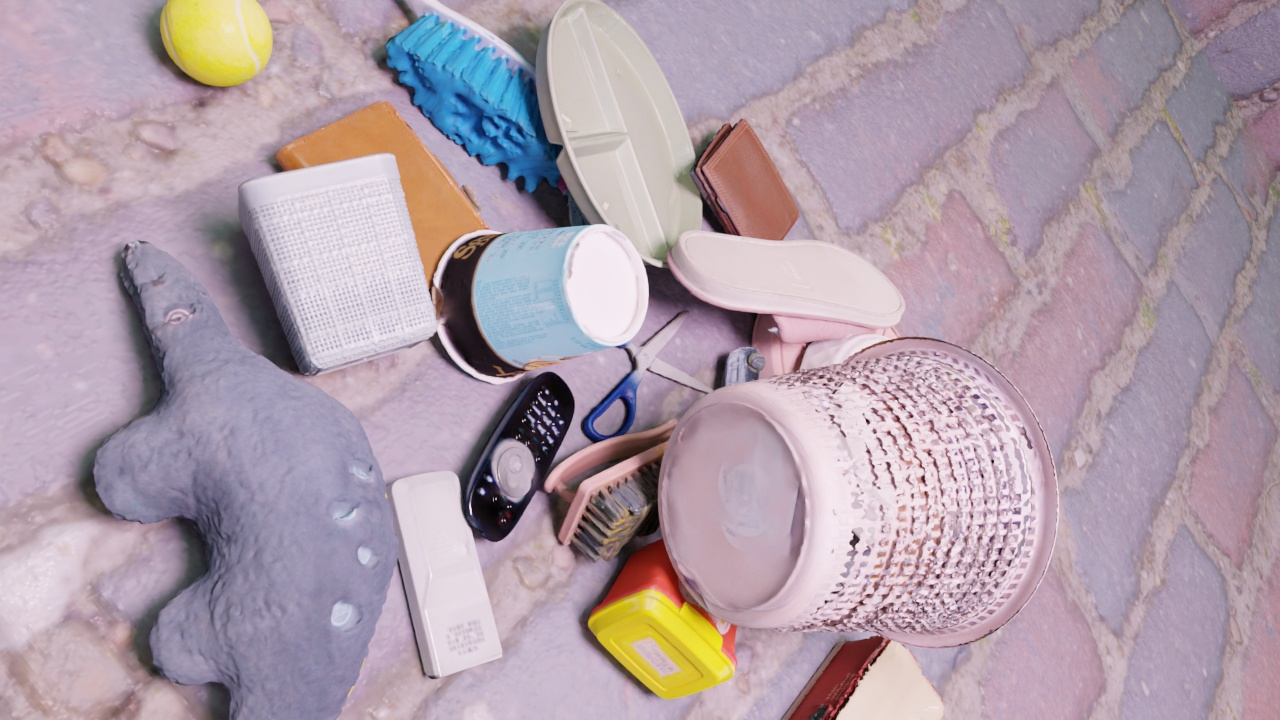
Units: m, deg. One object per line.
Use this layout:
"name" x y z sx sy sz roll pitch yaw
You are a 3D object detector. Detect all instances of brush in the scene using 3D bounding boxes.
"brush" 0.000 0.085 0.678 0.073 0.063 0.145 42 41 24
"brush" -0.169 -0.262 0.703 0.314 0.061 0.109 37 50 -14

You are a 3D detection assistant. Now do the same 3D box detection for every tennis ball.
"tennis ball" -0.271 -0.209 0.587 0.065 0.066 0.065 16 61 -32

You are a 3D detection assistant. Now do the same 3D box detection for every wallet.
"wallet" 0.099 -0.155 0.870 0.124 0.032 0.101 55 46 -23
"wallet" -0.173 -0.113 0.646 0.132 0.031 0.107 52 50 -9

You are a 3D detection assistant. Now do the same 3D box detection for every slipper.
"slipper" 0.131 -0.061 0.809 0.273 0.055 0.114 1 45 -39

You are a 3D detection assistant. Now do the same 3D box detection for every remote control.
"remote control" -0.125 0.132 0.580 0.048 0.024 0.125 -7 76 -40
"remote control" -0.086 0.064 0.636 0.053 0.024 0.136 56 43 -30

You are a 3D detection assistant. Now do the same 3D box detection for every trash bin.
"trash bin" 0.129 0.092 0.622 0.191 0.228 0.227 2 69 -39

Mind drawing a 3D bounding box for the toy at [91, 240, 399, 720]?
"toy" -0.207 0.088 0.499 0.137 0.091 0.356 -14 77 -13

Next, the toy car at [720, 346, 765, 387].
"toy car" 0.086 0.031 0.781 0.034 0.043 0.090 11 58 -5

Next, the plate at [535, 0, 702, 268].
"plate" -0.014 -0.184 0.759 0.230 0.028 0.229 35 48 -50

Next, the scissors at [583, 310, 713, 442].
"scissors" -0.007 0.001 0.740 0.175 0.012 0.162 35 52 -23

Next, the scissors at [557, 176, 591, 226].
"scissors" -0.047 -0.139 0.760 0.093 0.017 0.137 -27 82 -32

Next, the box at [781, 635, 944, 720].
"box" 0.168 0.294 0.704 0.167 0.077 0.091 -35 93 -42

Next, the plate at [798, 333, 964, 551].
"plate" 0.223 0.066 0.833 0.204 0.046 0.204 16 62 -33

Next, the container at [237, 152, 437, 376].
"container" -0.181 -0.054 0.558 0.090 0.090 0.111 -18 92 -24

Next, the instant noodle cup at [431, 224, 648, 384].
"instant noodle cup" -0.063 -0.043 0.623 0.111 0.121 0.111 6 82 -47

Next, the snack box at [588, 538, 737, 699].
"snack box" 0.021 0.178 0.643 0.091 0.082 0.079 46 36 -14

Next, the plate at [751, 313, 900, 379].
"plate" 0.200 0.023 0.884 0.229 0.028 0.229 16 62 -33
